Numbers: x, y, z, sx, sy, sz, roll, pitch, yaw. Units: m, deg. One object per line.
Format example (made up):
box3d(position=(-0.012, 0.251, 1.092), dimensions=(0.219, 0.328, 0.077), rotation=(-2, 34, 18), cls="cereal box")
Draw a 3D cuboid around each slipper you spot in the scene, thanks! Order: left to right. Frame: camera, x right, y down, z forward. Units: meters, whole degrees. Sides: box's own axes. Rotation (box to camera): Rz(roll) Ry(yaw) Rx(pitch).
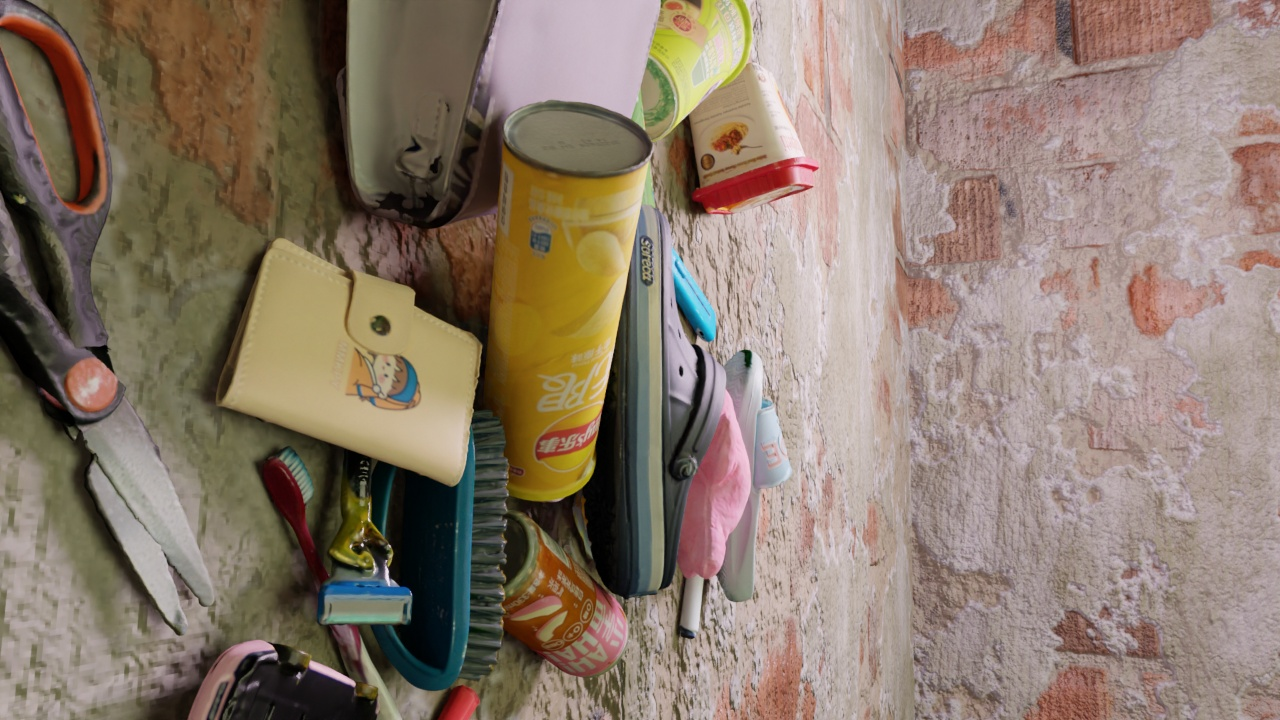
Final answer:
box3d(position=(0.011, 0.024, 0.578), dimensions=(0.105, 0.095, 0.253), rotation=(-169, -102, -70), cls="slipper")
box3d(position=(0.108, 0.112, 0.892), dimensions=(0.104, 0.074, 0.245), rotation=(-164, -105, -84), cls="slipper")

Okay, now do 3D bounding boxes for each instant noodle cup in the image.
box3d(position=(0.015, -0.232, 0.708), dimensions=(0.123, 0.112, 0.112), rotation=(-59, 141, -41), cls="instant noodle cup")
box3d(position=(0.104, -0.219, 0.913), dimensions=(0.116, 0.117, 0.124), rotation=(-18, 92, -66), cls="instant noodle cup")

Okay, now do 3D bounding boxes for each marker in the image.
box3d(position=(-0.120, 0.226, 0.459), dimensions=(0.144, 0.017, 0.017), rotation=(-60, 141, -51), cls="marker")
box3d(position=(0.053, 0.196, 0.866), dimensions=(0.023, 0.018, 0.130), rotation=(64, 31, -61), cls="marker")

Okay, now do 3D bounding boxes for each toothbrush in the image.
box3d(position=(-0.137, 0.123, 0.430), dimensions=(0.017, 0.016, 0.188), rotation=(-68, 148, -62), cls="toothbrush")

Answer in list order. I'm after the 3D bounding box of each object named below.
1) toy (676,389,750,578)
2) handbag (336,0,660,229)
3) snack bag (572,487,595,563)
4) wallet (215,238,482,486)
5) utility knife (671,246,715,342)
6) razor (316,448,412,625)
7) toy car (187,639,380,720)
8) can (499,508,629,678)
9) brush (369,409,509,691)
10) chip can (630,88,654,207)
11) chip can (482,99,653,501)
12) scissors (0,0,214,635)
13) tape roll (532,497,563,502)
box3d(position=(0.055, 0.097, 0.784), dimensions=(0.195, 0.074, 0.178), rotation=(96, 1, -79), cls="toy")
box3d(position=(-0.072, -0.153, 0.496), dimensions=(0.196, 0.098, 0.145), rotation=(-34, 136, -64), cls="handbag")
box3d(position=(-0.006, 0.066, 0.717), dimensions=(0.190, 0.039, 0.110), rotation=(-68, 142, -49), cls="snack bag")
box3d(position=(-0.123, 0.000, 0.415), dimensions=(0.115, 0.024, 0.087), rotation=(27, 54, -37), cls="wallet")
box3d(position=(0.027, -0.085, 0.828), dimensions=(0.225, 0.018, 0.034), rotation=(52, 43, -52), cls="utility knife")
box3d(position=(-0.130, 0.051, 0.425), dimensions=(0.042, 0.022, 0.142), rotation=(13, 62, -41), cls="razor")
box3d(position=(-0.147, 0.151, 0.380), dimensions=(0.122, 0.037, 0.056), rotation=(73, 29, -59), cls="toy car")
box3d(position=(-0.057, 0.146, 0.559), dimensions=(0.147, 0.058, 0.057), rotation=(58, 37, -49), cls="can")
box3d(position=(-0.105, 0.091, 0.460), dimensions=(0.073, 0.055, 0.143), rotation=(10, 77, -43), cls="brush")
box3d(position=(-0.035, -0.188, 0.621), dimensions=(0.072, 0.072, 0.236), rotation=(-38, 123, -62), cls="chip can")
box3d(position=(-0.046, -0.022, 0.480), dimensions=(0.071, 0.072, 0.214), rotation=(-62, 167, -50), cls="chip can")
box3d(position=(-0.185, -0.012, 0.317), dimensions=(0.235, 0.022, 0.152), rotation=(64, 32, -43), cls="scissors")
box3d(position=(-0.062, 0.051, 0.611), dimensions=(0.085, 0.014, 0.086), rotation=(-1, 90, -67), cls="tape roll")
